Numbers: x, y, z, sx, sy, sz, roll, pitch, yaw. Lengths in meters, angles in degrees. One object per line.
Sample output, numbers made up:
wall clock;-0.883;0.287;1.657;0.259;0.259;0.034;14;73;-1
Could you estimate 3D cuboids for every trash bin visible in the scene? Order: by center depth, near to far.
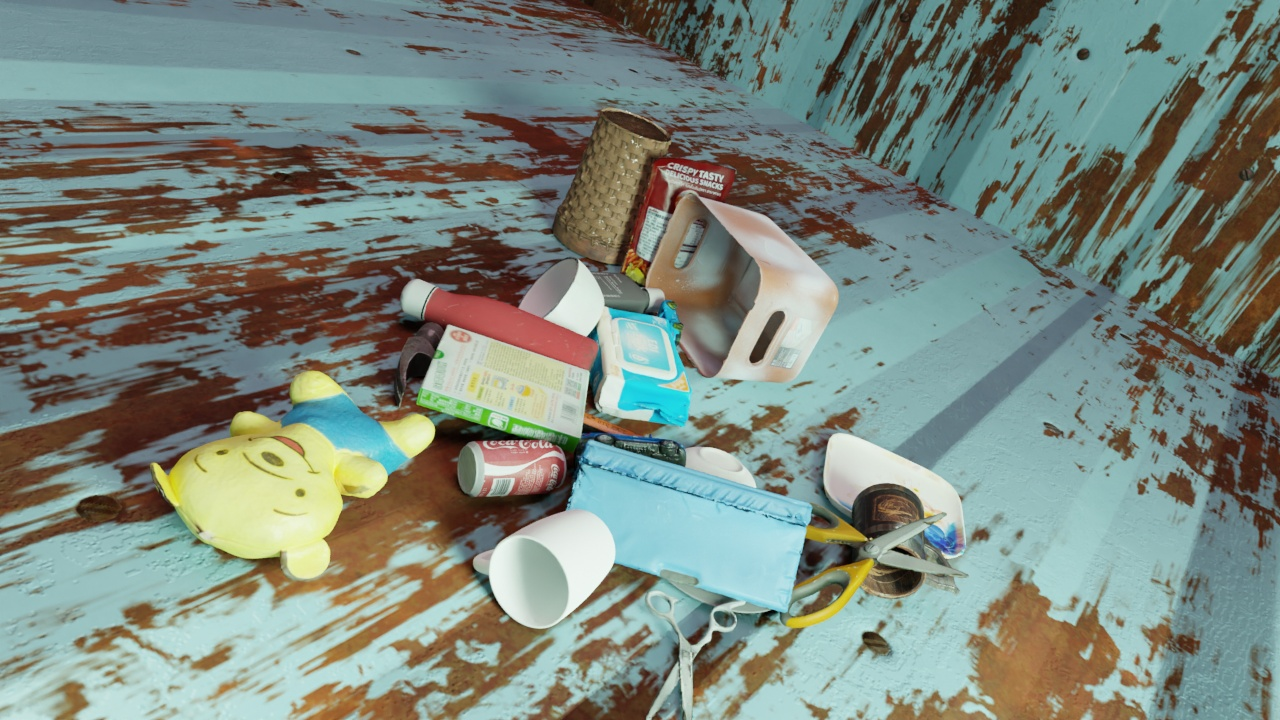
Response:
trash bin;0.142;-0.102;1.321;0.157;0.182;0.259;7;32;-32
trash bin;-0.039;-0.279;1.461;0.151;0.211;0.151;18;28;-10

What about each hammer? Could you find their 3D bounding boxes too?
hammer;-0.120;0.055;1.008;0.314;0.035;0.137;23;29;-2

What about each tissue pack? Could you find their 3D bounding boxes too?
tissue pack;-0.007;0.007;1.146;0.117;0.066;0.209;12;32;-17

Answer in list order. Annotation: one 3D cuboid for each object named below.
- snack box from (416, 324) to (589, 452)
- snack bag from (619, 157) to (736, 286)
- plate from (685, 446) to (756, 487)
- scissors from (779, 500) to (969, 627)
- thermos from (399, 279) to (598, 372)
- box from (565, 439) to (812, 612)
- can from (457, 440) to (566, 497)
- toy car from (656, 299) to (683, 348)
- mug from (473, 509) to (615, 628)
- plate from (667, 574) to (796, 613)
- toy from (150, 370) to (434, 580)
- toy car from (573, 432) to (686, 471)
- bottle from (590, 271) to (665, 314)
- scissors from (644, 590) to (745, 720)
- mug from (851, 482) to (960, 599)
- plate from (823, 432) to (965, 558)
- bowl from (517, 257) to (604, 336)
snack box;-0.140;0.028;0.975;0.168;0.027;0.131;19;30;-9
snack bag;0.055;-0.208;1.407;0.138;0.208;0.066;8;31;-25
plate;0.087;0.122;1.034;0.104;0.026;0.104;19;17;-6
scissors;0.209;0.192;0.933;0.224;0.016;0.229;-23;30;-22
thermos;-0.170;-0.033;1.083;0.240;0.073;0.073;23;28;1
box;0.038;0.166;0.898;0.231;0.094;0.112;17;73;-4
can;-0.125;0.105;0.896;0.096;0.054;0.054;2;34;-34
toy car;0.035;-0.048;1.287;0.032;0.048;0.105;11;31;-14
mug;-0.087;0.173;0.797;0.114;0.081;0.087;1;11;28
plate;0.075;0.192;0.937;0.178;0.012;0.178;18;28;-10
toy;-0.287;0.094;0.767;0.149;0.084;0.213;25;30;6
toy car;-0.011;0.102;0.975;0.120;0.056;0.043;7;16;-6
bottle;-0.042;-0.087;1.299;0.173;0.046;0.083;-1;36;-38
scissors;0.052;0.256;0.797;0.146;0.014;0.141;2;38;-27
mug;0.288;0.203;1.001;0.116;0.080;0.107;19;29;4
plate;0.314;0.169;1.148;0.187;0.016;0.186;25;28;4
bowl;-0.097;-0.067;1.162;0.065;0.116;0.116;41;19;-28
